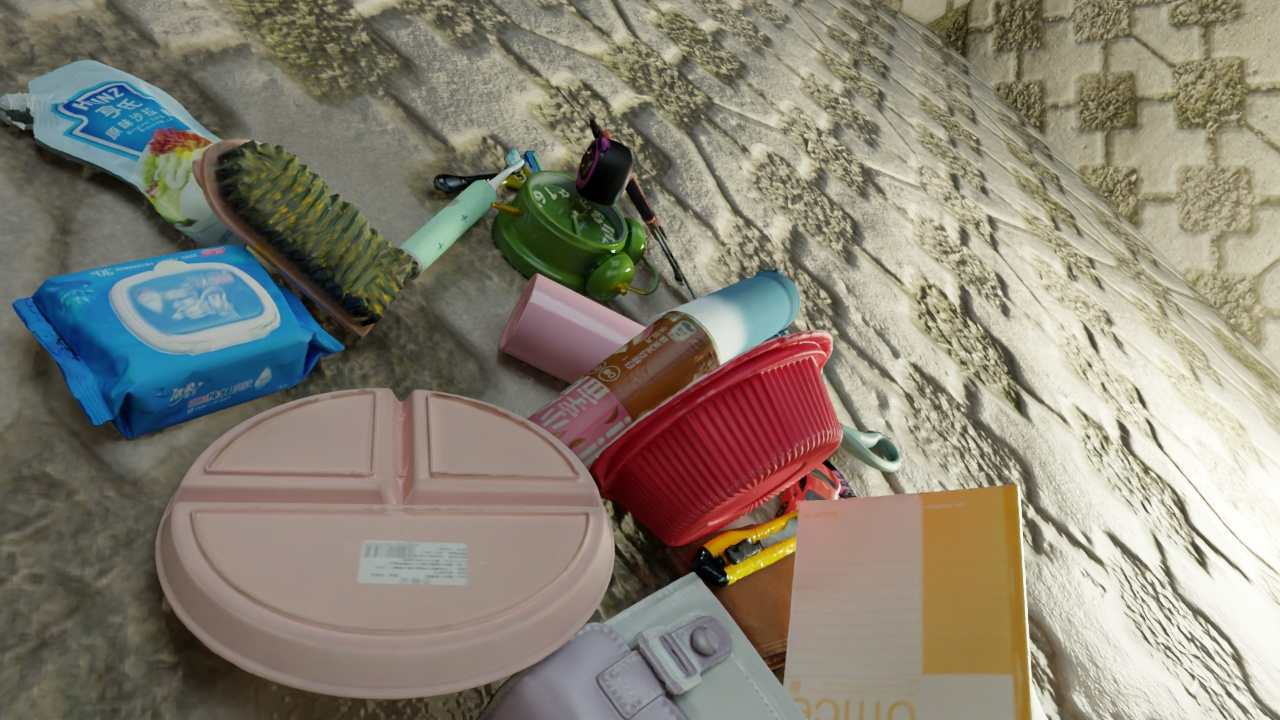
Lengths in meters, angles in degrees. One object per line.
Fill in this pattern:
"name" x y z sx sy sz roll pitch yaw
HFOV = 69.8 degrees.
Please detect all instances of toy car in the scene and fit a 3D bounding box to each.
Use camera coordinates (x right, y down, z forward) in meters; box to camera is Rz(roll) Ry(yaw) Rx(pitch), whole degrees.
"toy car" 0.140 0.111 0.747 0.049 0.031 0.106 34 31 -5

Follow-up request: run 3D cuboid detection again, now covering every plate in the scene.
"plate" -0.125 0.077 0.479 0.229 0.028 0.229 10 28 -6

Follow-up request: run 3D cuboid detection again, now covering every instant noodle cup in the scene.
"instant noodle cup" 0.058 0.061 0.594 0.193 0.194 0.066 -10 63 -48

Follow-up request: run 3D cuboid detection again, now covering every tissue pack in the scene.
"tissue pack" -0.256 -0.019 0.527 0.095 0.052 0.156 46 34 14

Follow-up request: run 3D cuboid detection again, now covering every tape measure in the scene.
"tape measure" -0.034 -0.167 0.806 0.039 0.057 0.057 18 21 -21

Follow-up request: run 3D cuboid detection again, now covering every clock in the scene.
"clock" -0.054 -0.107 0.820 0.161 0.056 0.115 32 34 -8

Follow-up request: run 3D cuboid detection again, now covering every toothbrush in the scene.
"toothbrush" -0.145 -0.129 0.775 0.027 0.027 0.223 63 30 -23
"toothbrush" 0.178 0.115 0.787 0.014 0.018 0.189 -27 61 -7

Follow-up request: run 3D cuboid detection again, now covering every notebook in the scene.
"notebook" 0.154 0.170 0.544 0.010 0.146 0.205 50 41 -41

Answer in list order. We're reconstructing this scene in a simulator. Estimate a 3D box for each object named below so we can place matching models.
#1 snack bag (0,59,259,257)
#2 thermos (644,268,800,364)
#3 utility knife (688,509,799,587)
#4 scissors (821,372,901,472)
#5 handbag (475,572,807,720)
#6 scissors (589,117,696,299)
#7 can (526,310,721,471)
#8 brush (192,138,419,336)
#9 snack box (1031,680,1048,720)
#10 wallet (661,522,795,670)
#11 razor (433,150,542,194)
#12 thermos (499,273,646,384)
"snack bag" -0.330 -0.143 0.633 0.191 0.039 0.110 33 44 -3
"thermos" 0.084 -0.035 0.848 0.070 0.070 0.219 45 34 14
"utility knife" 0.087 0.126 0.643 0.154 0.015 0.033 -10 51 -49
"scissors" 0.186 0.060 0.842 0.178 0.019 0.172 39 20 -6
"handbag" 0.028 0.221 0.454 0.144 0.099 0.197 -18 59 -45
"scissors" 0.010 -0.136 0.901 0.222 0.015 0.189 61 6 -4
"can" -0.014 0.027 0.623 0.147 0.058 0.058 -38 74 -21
"brush" -0.218 -0.082 0.588 0.145 0.073 0.063 45 60 -33
"snack box" 0.197 0.229 0.576 0.105 0.118 0.118 22 38 -28
"wallet" 0.085 0.160 0.637 0.124 0.032 0.101 0 44 -42
"razor" -0.140 -0.167 0.848 0.142 0.022 0.042 -24 88 -53
"thermos" -0.004 0.004 0.703 0.198 0.087 0.067 27 77 -13
